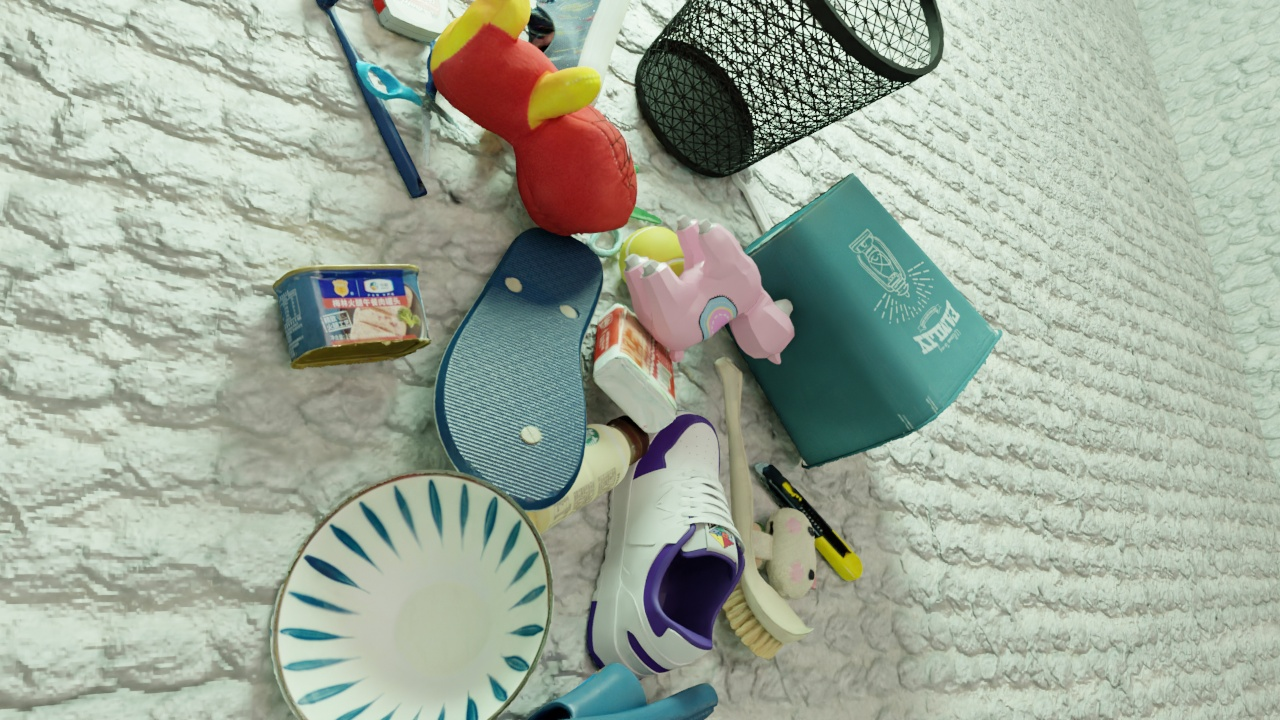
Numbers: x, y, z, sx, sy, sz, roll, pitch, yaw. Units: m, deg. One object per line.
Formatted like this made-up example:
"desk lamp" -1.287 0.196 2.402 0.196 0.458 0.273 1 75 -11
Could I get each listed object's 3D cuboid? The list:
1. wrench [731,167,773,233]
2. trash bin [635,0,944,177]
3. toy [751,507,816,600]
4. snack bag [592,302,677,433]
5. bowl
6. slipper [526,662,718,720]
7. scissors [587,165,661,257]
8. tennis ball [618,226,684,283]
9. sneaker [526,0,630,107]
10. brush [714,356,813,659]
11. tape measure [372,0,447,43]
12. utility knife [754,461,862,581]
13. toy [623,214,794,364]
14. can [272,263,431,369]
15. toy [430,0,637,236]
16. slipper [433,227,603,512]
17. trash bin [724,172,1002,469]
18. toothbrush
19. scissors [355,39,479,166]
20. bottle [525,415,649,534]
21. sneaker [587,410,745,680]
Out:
"wrench" 0.169 -0.099 1.039 0.047 0.009 0.273 -30 95 -45
"trash bin" 0.132 -0.313 0.916 0.216 0.244 0.216 18 60 -34
"toy" 0.138 0.183 0.874 0.112 0.050 0.087 29 55 -38
"snack bag" -0.005 0.005 0.782 0.077 0.036 0.115 45 18 -20
"bowl" -0.135 0.164 0.586 0.071 0.177 0.177 73 21 -60
"slipper" -0.029 0.259 0.659 0.213 0.104 0.059 11 45 -48
"scissors" -0.027 -0.145 0.874 0.125 0.011 0.127 16 65 -36
"tennis ball" 0.012 -0.092 0.851 0.065 0.065 0.065 18 62 -37
"sneaker" -0.065 -0.326 0.865 0.079 0.088 0.235 25 61 -27
"brush" 0.096 0.130 0.828 0.062 0.077 0.272 31 48 -75
"tape measure" -0.195 -0.303 0.775 0.060 0.020 0.062 17 63 -38
"utility knife" 0.169 0.160 0.929 0.174 0.020 0.028 47 41 -17
"toy" 0.066 -0.049 0.809 0.123 0.067 0.157 -40 116 -10
"can" -0.198 -0.031 0.640 0.099 0.054 0.059 -8 80 -44
"toy" -0.083 -0.192 0.759 0.098 0.148 0.216 -41 110 -14
"slipper" -0.093 0.000 0.716 0.118 0.060 0.294 26 42 -15
"trash bin" 0.199 -0.044 0.922 0.196 0.200 0.218 -40 95 -38
"toothbrush" -0.214 -0.218 0.726 0.016 0.017 0.190 -27 92 -45
"scissors" -0.176 -0.217 0.751 0.127 0.014 0.132 32 46 -42
"bottle" -0.057 0.090 0.720 0.161 0.057 0.056 -28 93 -46
"sneaker" 0.036 0.137 0.748 0.091 0.111 0.243 35 53 -28
